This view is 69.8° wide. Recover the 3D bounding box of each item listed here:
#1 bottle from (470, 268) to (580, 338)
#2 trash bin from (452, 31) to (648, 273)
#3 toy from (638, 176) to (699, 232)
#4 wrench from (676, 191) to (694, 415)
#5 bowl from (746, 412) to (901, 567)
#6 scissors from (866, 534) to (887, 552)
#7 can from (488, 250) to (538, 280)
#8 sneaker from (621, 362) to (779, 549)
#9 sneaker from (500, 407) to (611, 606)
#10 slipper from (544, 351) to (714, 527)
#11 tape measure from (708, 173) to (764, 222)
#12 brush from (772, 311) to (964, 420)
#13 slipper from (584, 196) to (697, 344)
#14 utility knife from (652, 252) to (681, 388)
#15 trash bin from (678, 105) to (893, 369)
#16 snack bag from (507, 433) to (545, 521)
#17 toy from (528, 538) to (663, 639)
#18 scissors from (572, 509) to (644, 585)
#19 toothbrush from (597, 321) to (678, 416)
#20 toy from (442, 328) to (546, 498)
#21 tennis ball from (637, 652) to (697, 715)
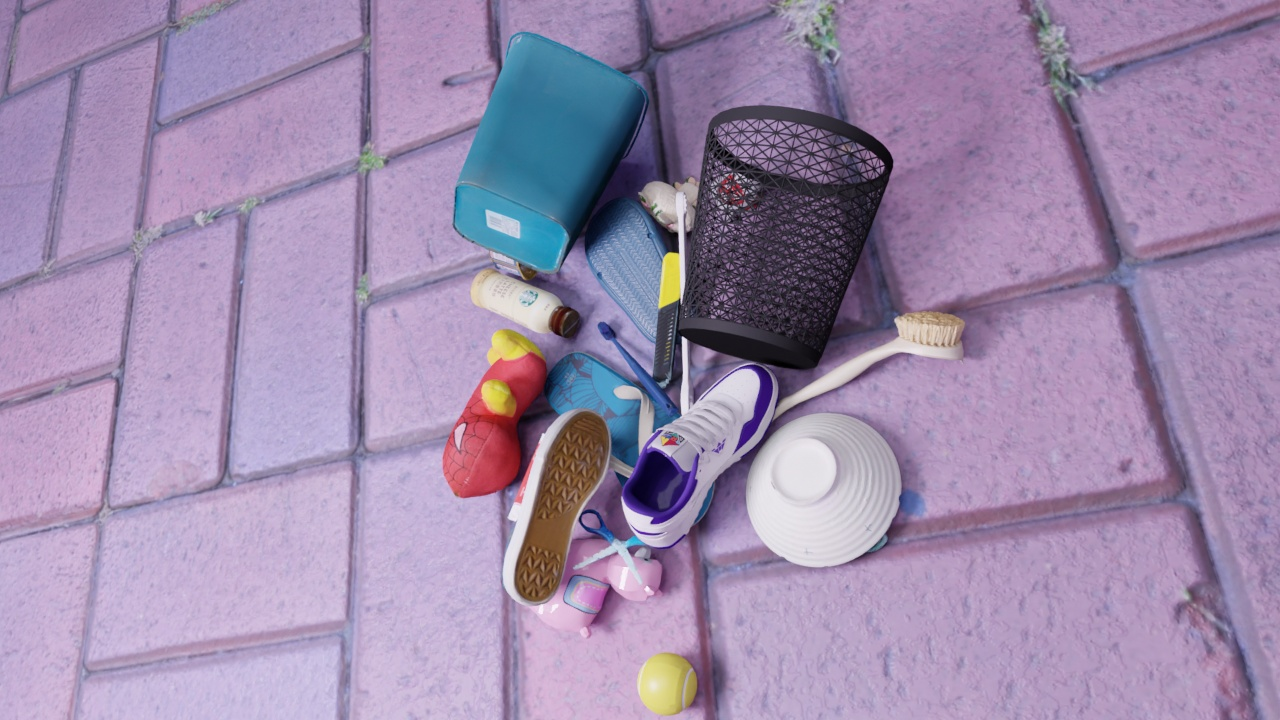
[{"bbox_3d":[-0.155,-0.076,1.245,0.162,0.056,0.056,23,81,29],"label":"bottle"},{"bbox_3d":[-0.127,-0.253,1.175,0.196,0.200,0.218,23,68,-4],"label":"trash bin"},{"bbox_3d":[0.041,-0.203,1.204,0.087,0.112,0.050,41,128,11],"label":"toy"},{"bbox_3d":[0.053,-0.066,1.106,0.009,0.047,0.273,-1,92,12],"label":"wrench"},{"bbox_3d":[0.186,0.129,0.998,0.178,0.071,0.177,-13,61,24],"label":"bowl"},{"bbox_3d":[0.220,0.170,1.012,0.125,0.011,0.127,-38,58,7],"label":"scissors"},{"bbox_3d":[-0.158,-0.162,1.268,0.059,0.054,0.099,19,58,30],"label":"can"},{"bbox_3d":[0.059,0.090,1.014,0.092,0.111,0.244,31,80,28],"label":"sneaker"},{"bbox_3d":[-0.108,0.163,1.052,0.079,0.087,0.235,-16,50,56],"label":"sneaker"},{"bbox_3d":[-0.021,0.083,1.126,0.118,0.060,0.295,-47,60,-2],"label":"slipper"},{"bbox_3d":[0.125,-0.216,1.194,0.062,0.020,0.060,-34,61,8],"label":"tape measure"},{"bbox_3d":[0.237,0.016,1.040,0.273,0.062,0.077,-25,90,18],"label":"brush"},{"bbox_3d":[0.000,-0.111,1.190,0.104,0.059,0.213,-32,76,12],"label":"slipper"},{"bbox_3d":[0.033,-0.046,1.136,0.029,0.020,0.174,7,91,13],"label":"utility knife"},{"bbox_3d":[0.152,-0.129,1.052,0.217,0.216,0.243,12,83,27],"label":"trash bin"},{"bbox_3d":[-0.113,0.153,1.128,0.036,0.077,0.115,16,78,30],"label":"snack bag"},{"bbox_3d":[-0.055,0.261,1.070,0.158,0.067,0.123,16,79,24],"label":"toy"},{"bbox_3d":[-0.024,0.208,1.054,0.127,0.014,0.133,-27,46,-23],"label":"scissors"},{"bbox_3d":[-0.007,0.007,1.148,0.016,0.017,0.190,-39,48,-1],"label":"toothbrush"},{"bbox_3d":[-0.185,0.074,1.168,0.099,0.148,0.216,17,75,-1],"label":"toy"},{"bbox_3d":[0.029,0.351,0.998,0.065,0.065,0.065,-8,68,21],"label":"tennis ball"}]
